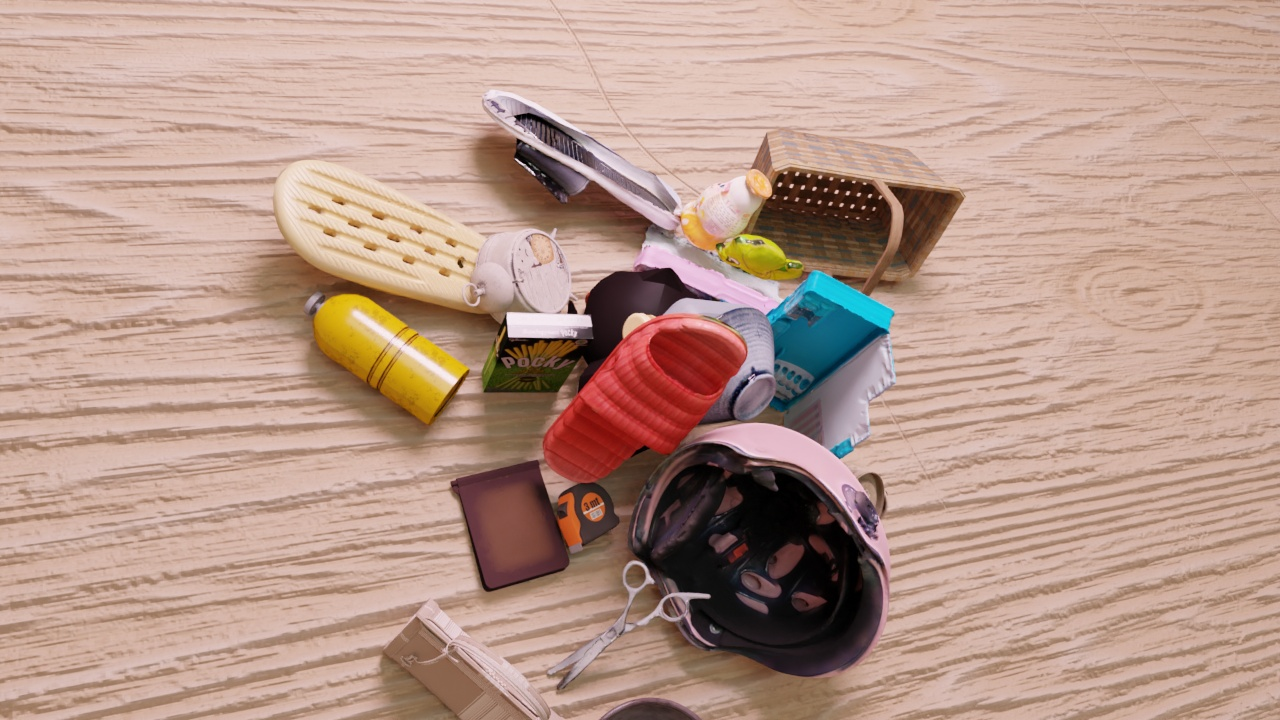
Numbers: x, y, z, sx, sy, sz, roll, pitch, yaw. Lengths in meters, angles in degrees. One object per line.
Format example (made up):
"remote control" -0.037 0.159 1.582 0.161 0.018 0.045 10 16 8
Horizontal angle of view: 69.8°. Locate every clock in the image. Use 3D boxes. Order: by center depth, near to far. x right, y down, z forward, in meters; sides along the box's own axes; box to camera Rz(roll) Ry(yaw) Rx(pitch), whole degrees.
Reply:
"clock" -0.126 -0.082 0.945 0.156 0.061 0.103 -28 104 -55
"clock" 0.229 0.156 1.001 0.140 0.055 0.093 0 105 -45

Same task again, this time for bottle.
"bottle" 0.050 -0.023 0.886 0.161 0.072 0.046 2 30 -46
"bottle" -0.256 -0.011 0.906 0.164 0.071 0.070 35 62 -2
"bottle" 0.096 -0.169 1.023 0.063 0.109 0.063 21 53 -32

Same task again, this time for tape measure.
"tape measure" -0.058 0.154 0.919 0.058 0.038 0.059 -23 85 -44

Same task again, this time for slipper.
"slipper" -0.007 0.048 0.832 0.103 0.249 0.059 36 35 -20
"slipper" -0.255 -0.110 0.946 0.261 0.079 0.111 20 62 -31
"slipper" -0.070 -0.217 1.050 0.263 0.063 0.111 25 31 -19

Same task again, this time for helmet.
"helmet" 0.127 0.174 0.889 0.255 0.231 0.152 41 30 8

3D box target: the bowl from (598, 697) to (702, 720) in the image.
"bowl" 0.001 0.383 0.829 0.145 0.067 0.144 7 67 -16

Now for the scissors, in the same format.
"scissors" -0.012 0.258 0.861 0.118 0.014 0.161 24 87 13

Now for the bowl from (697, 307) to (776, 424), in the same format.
"bowl" 0.092 0.021 0.879 0.136 0.137 0.057 -26 49 -26

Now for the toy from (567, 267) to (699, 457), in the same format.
"toy" -0.006 0.005 0.941 0.159 0.140 0.183 17 65 -12

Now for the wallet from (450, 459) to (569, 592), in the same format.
"wallet" -0.129 0.162 0.908 0.091 0.018 0.115 -12 70 -23

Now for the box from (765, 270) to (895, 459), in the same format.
"box" 0.183 0.017 0.951 0.085 0.228 0.170 -28 79 -28

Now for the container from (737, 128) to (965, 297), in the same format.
"container" 0.244 -0.158 1.077 0.249 0.158 0.186 4 47 -17

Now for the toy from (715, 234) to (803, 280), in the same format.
"toy" 0.134 -0.112 1.024 0.094 0.093 0.036 8 76 26

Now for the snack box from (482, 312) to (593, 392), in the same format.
"snack box" -0.105 -0.005 0.908 0.080 0.148 0.025 1 68 -19

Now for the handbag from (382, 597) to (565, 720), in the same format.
"handbag" -0.122 0.267 0.761 0.175 0.198 0.062 42 62 1

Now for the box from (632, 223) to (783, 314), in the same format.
"box" 0.100 -0.075 1.043 0.230 0.160 0.063 24 106 -8
